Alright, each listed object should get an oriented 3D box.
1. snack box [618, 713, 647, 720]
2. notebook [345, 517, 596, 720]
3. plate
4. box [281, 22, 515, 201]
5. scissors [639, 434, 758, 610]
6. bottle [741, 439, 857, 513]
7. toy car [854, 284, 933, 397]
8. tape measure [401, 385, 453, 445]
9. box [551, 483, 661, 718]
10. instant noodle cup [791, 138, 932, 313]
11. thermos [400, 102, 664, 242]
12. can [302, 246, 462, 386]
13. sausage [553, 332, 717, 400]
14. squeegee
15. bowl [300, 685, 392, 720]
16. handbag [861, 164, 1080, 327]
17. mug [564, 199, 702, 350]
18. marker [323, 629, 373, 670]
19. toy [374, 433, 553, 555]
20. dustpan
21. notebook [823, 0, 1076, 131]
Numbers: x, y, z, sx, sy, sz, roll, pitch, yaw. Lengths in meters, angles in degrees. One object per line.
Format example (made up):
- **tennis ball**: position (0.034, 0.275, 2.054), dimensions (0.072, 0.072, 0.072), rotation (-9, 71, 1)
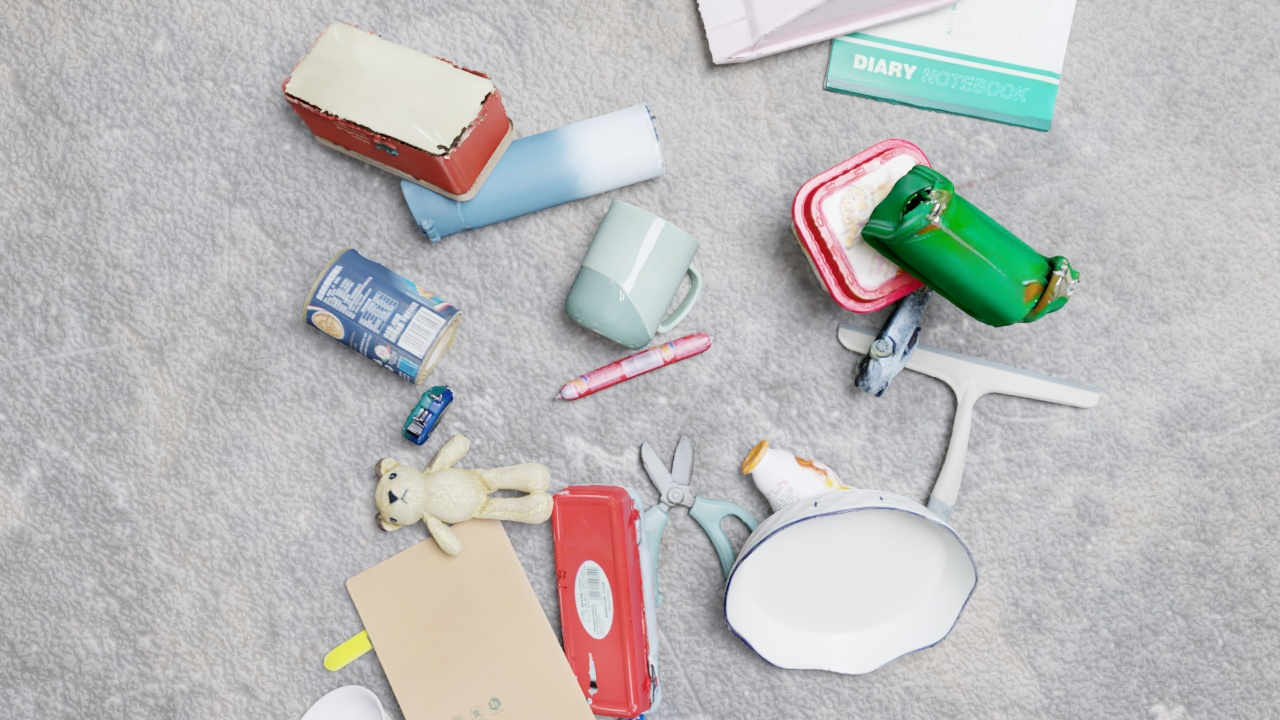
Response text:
- **snack box**: position (0.005, 0.400, 0.822), dimensions (0.084, 0.026, 0.157), rotation (-32, 93, -1)
- **notebook**: position (-0.149, 0.252, 0.796), dimensions (0.148, 0.008, 0.207), rotation (-28, 80, -2)
- **plate**: position (0.171, 0.184, 0.768), dimensions (0.205, 0.045, 0.205), rotation (1, 126, 1)
- **box**: position (-0.194, -0.207, 0.734), dimensions (0.168, 0.079, 0.091), rotation (24, 72, 16)
- **scissors**: position (0.052, 0.154, 0.820), dimensions (0.177, 0.019, 0.174), rotation (13, 91, -1)
- **bottle**: position (0.140, 0.114, 0.798), dimensions (0.108, 0.063, 0.063), rotation (37, 90, -3)
- **toy car**: position (0.222, -0.025, 0.788), dimensions (0.037, 0.054, 0.120), rotation (28, 74, 7)
- **tape measure**: position (-0.184, 0.046, 0.788), dimensions (0.025, 0.058, 0.054), rotation (34, 94, -3)
- **box**: position (-0.027, 0.206, 0.796), dimensions (0.087, 0.048, 0.201), rotation (-4, 93, 28)
- **instant noodle cup**: position (0.185, -0.107, 0.761), dimensions (0.116, 0.124, 0.116), rotation (-28, 94, -1)
- **thermos**: position (-0.091, -0.160, 0.780), dimensions (0.220, 0.070, 0.070), rotation (-15, 92, -1)
- **can**: position (-0.215, -0.036, 0.774), dimensions (0.111, 0.075, 0.075), rotation (30, 91, -3)
- **sausage**: position (-0.005, 0.005, 0.811), dimensions (0.156, 0.020, 0.020), rotation (-20, 93, -1)
- **squeegee**: position (0.268, 0.114, 0.815), dimensions (0.246, 0.039, 0.246), rotation (15, 92, -2)
- **bowl**: position (-0.244, 0.347, 0.786), dimensions (0.118, 0.118, 0.065), rotation (-42, 132, 0)
- **handbag**: position (0.230, -0.080, 0.642), dimensions (0.131, 0.120, 0.068), rotation (35, 96, -6)
- **mug**: position (0.001, -0.064, 0.784), dimensions (0.111, 0.082, 0.106), rotation (25, 91, -34)
- **marker**: position (-0.225, 0.237, 0.815), dimensions (0.124, 0.015, 0.018), rotation (-32, 85, -4)
- **toy**: position (-0.152, 0.115, 0.786), dimensions (0.157, 0.066, 0.105), rotation (-2, 86, 5)
- **dustpan**: position (0.177, -0.383, 0.796), dimensions (0.274, 0.138, 0.222), rotation (-13, 86, 26)
- **notebook**: position (0.277, -0.296, 0.814), dimensions (0.209, 0.012, 0.150), rotation (10, 92, -3)
